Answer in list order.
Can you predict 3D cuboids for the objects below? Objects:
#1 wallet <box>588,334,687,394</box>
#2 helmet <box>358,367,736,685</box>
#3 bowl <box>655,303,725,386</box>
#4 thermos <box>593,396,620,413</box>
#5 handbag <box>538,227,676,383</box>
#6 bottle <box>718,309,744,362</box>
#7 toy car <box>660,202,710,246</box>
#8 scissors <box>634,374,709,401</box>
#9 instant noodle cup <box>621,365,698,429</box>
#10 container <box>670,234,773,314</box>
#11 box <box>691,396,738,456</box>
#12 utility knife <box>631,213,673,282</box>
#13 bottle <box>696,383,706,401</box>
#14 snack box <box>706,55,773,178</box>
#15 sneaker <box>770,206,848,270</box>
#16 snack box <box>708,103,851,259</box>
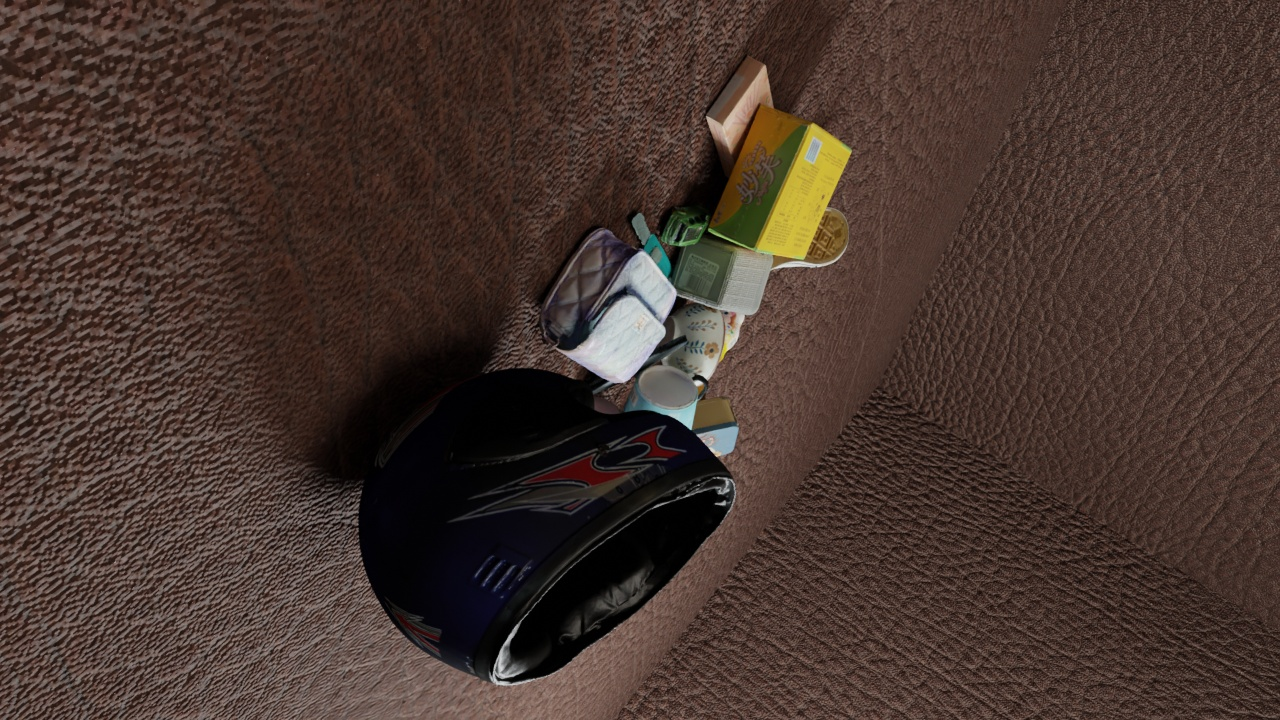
[{"bbox_3d":[-0.007,0.007,1.138,0.121,0.019,0.097,-30,177,32],"label":"wallet"},{"bbox_3d":[-0.099,0.123,0.829,0.314,0.240,0.248,-27,147,-34],"label":"helmet"},{"bbox_3d":[0.058,-0.026,1.229,0.062,0.113,0.114,13,117,-23],"label":"bowl"},{"bbox_3d":[-0.078,0.145,1.170,0.067,0.087,0.199,-1,127,-44],"label":"thermos"},{"bbox_3d":[-0.029,-0.052,0.986,0.134,0.075,0.194,-56,160,0],"label":"handbag"},{"bbox_3d":[0.118,-0.048,1.363,0.108,0.063,0.063,-51,160,-15],"label":"bottle"},{"bbox_3d":[0.056,-0.159,1.083,0.091,0.036,0.043,-32,148,-58],"label":"toy car"},{"bbox_3d":[0.017,0.052,1.229,0.014,0.160,0.181,-61,146,-52],"label":"scissors"},{"bbox_3d":[0.023,0.073,1.159,0.111,0.111,0.121,-37,153,-43],"label":"instant noodle cup"},{"bbox_3d":[0.101,-0.111,1.169,0.114,0.090,0.090,-4,112,-63],"label":"container"},{"bbox_3d":[0.049,0.112,1.353,0.184,0.060,0.090,-14,147,-9],"label":"box"},{"bbox_3d":[0.016,-0.124,1.072,0.029,0.013,0.216,-60,161,-7],"label":"utility knife"},{"bbox_3d":[0.065,0.049,1.387,0.067,0.068,0.190,-45,158,-29],"label":"bottle"},{"bbox_3d":[0.120,-0.273,1.061,0.084,0.026,0.157,-55,161,-3],"label":"snack box"},{"bbox_3d":[0.195,-0.169,1.320,0.240,0.088,0.118,-19,109,-31],"label":"sneaker"},{"bbox_3d":[0.175,-0.211,1.123,0.209,0.070,0.158,-9,124,-65],"label":"snack box"}]
